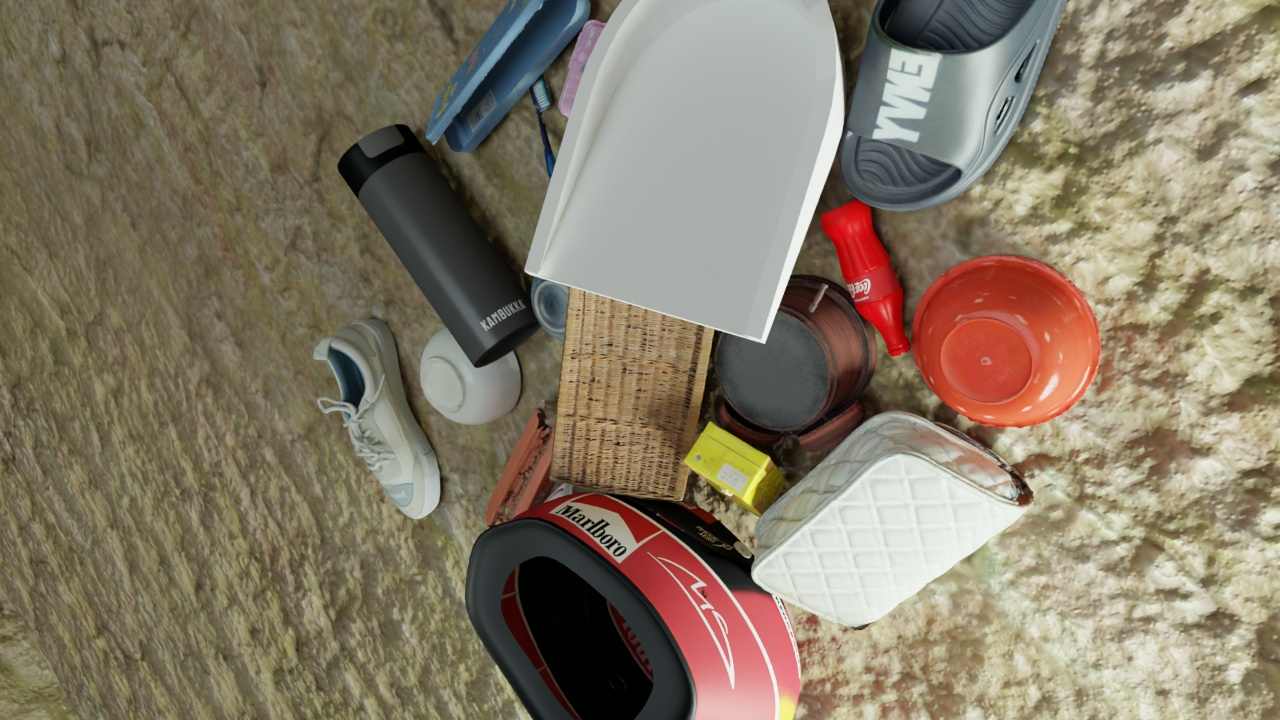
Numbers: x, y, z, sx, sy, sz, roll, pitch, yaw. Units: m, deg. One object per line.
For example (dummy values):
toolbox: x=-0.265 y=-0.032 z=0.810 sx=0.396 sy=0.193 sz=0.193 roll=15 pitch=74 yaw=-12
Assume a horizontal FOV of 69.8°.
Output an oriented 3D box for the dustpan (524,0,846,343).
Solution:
dustpan: x=0.037 y=-0.164 z=0.639 sx=0.192 sy=0.053 sz=0.257 roll=18 pitch=82 yaw=25

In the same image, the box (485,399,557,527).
box: x=-0.106 y=0.121 z=0.950 sx=0.064 sy=0.056 sz=0.189 roll=19 pitch=128 yaw=-14

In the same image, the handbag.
handbag: x=0.185 y=0.125 z=0.712 sx=0.139 sy=0.072 sz=0.195 roll=28 pitch=129 yaw=-15

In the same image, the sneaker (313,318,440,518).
sneaker: x=-0.306 y=0.078 z=1.047 sx=0.090 sy=0.090 sz=0.242 roll=-5 pitch=105 yaw=36

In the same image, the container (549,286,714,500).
container: x=-0.004 y=0.004 z=0.765 sx=0.114 sy=0.112 sz=0.199 roll=9 pitch=116 yaw=1

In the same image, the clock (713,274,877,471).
clock: x=0.120 y=0.012 z=0.727 sx=0.121 sy=0.072 sz=0.158 roll=3 pitch=109 yaw=35

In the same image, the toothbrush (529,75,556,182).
toothbrush: x=-0.071 y=-0.160 z=0.806 sx=0.017 sy=0.016 sz=0.189 roll=-16 pitch=84 yaw=28

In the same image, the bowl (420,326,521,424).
bowl: x=-0.186 y=0.017 z=0.954 sx=0.113 sy=0.063 sz=0.113 roll=14 pitch=115 yaw=32

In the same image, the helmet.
helmet: x=0.012 y=0.226 z=0.780 sx=0.271 sy=0.224 sz=0.198 roll=46 pitch=113 yaw=20

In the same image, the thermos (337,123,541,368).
thermos: x=-0.196 y=-0.114 z=0.896 sx=0.082 sy=0.082 sz=0.240 roll=-40 pitch=83 yaw=39

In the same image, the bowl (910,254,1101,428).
bowl: x=0.249 y=-0.006 z=0.645 sx=0.131 sy=0.045 sz=0.131 roll=14 pitch=116 yaw=31

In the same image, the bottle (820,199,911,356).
bottle: x=0.172 y=-0.060 z=0.684 sx=0.036 sy=0.036 sz=0.119 roll=-20 pitch=96 yaw=39

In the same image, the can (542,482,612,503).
can: x=-0.075 y=0.165 z=0.932 sx=0.064 sy=0.064 sz=0.105 roll=51 pitch=129 yaw=8

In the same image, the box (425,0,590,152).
box: x=-0.131 y=-0.266 z=0.800 sx=0.211 sy=0.058 sz=0.068 roll=-35 pitch=69 yaw=39

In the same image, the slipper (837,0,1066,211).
slipper: x=0.202 y=-0.211 z=0.575 sx=0.111 sy=0.083 sz=0.269 roll=32 pitch=122 yaw=20

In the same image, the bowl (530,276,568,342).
bowl: x=-0.062 y=-0.056 z=0.842 sx=0.110 sy=0.055 sz=0.110 roll=14 pitch=116 yaw=30

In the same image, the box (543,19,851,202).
box: x=0.028 y=-0.165 z=0.711 sx=0.230 sy=0.035 sz=0.159 roll=22 pitch=96 yaw=27

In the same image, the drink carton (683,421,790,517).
drink carton: x=0.081 y=0.094 z=0.751 sx=0.058 sy=0.134 sz=0.043 roll=31 pitch=83 yaw=22
